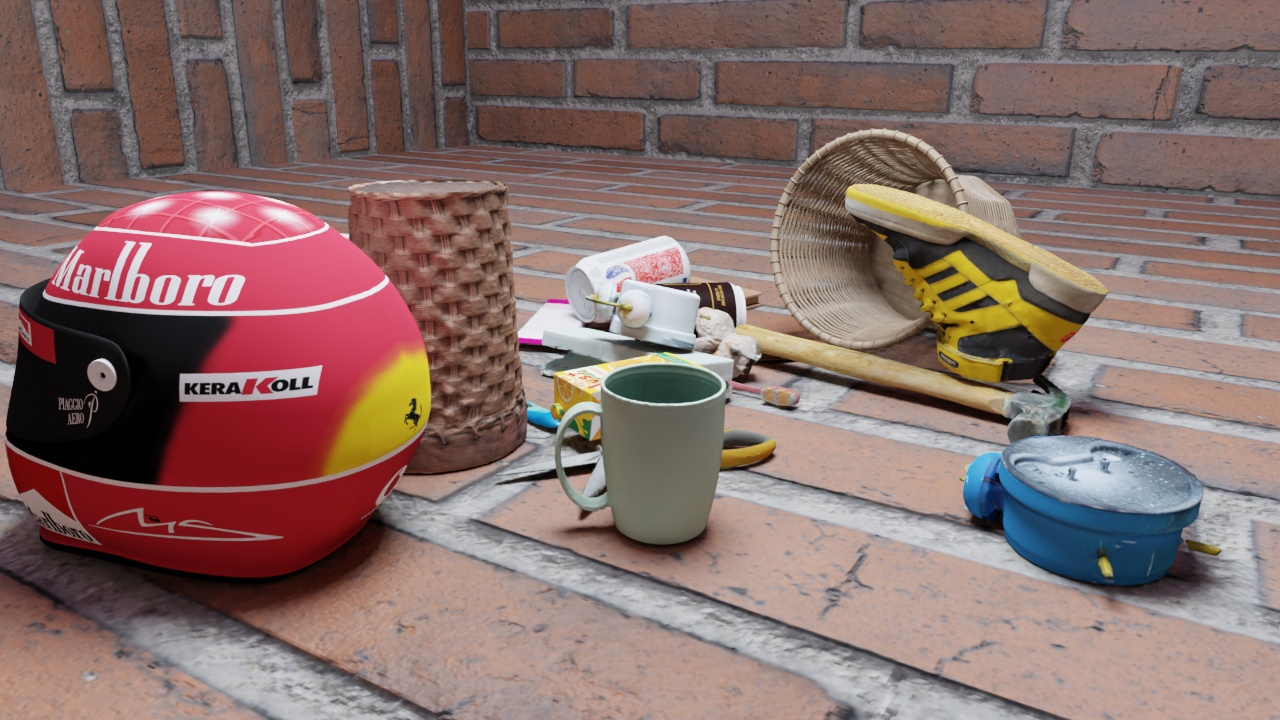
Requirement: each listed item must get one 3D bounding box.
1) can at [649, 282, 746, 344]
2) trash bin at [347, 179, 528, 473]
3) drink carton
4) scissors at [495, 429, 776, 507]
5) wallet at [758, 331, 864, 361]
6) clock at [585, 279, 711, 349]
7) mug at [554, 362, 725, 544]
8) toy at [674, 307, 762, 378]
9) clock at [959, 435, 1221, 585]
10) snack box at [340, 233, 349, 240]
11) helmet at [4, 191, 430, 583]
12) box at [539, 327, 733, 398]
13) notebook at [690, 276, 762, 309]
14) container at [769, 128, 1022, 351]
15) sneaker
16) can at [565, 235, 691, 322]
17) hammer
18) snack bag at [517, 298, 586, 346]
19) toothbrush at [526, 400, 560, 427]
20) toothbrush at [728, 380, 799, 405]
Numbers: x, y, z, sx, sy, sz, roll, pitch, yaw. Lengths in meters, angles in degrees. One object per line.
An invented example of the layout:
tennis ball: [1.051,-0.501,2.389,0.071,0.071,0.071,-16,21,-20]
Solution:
can: [0.046,-0.050,1.012,0.128,0.072,0.072,-2,18,-9]
trash bin: [-0.169,-0.035,0.734,0.151,0.210,0.151,0,17,0]
drink carton: [-0.010,0.028,0.762,0.122,0.041,0.058,-11,21,-32]
scissors: [-0.010,0.066,0.740,0.225,0.016,0.226,-6,19,-18]
wallet: [0.175,-0.018,1.013,0.121,0.013,0.087,-2,18,-10]
clock: [0.003,-0.044,0.859,0.117,0.057,0.083,9,6,-34]
mug: [-0.001,0.063,0.608,0.111,0.104,0.084,0,18,-6]
toy: [0.079,-0.014,0.932,0.106,0.074,0.085,20,10,33]
clock: [0.287,0.090,0.611,0.116,0.060,0.161,-6,18,-17]
snack box: [-0.307,-0.030,0.815,0.041,0.148,0.143,11,20,26]
helmet: [-0.270,0.006,0.584,0.271,0.225,0.197,6,19,12]
box: [-0.006,0.001,0.889,0.199,0.071,0.084,12,40,36]
notebook: [0.027,-0.089,1.212,0.168,0.022,0.211,-15,24,-42]
container: [0.292,-0.124,1.015,0.227,0.227,0.195,17,13,41]
sneaker: [0.281,-0.067,0.838,0.238,0.122,0.085,27,26,13]
can: [-0.013,-0.094,1.076,0.135,0.078,0.078,-20,26,-31]
hammer: [0.236,0.011,0.881,0.331,0.033,0.131,17,25,35]
snack bag: [-0.095,-0.046,1.083,0.070,0.016,0.196,3,18,6]
toothbrush: [-0.107,0.039,0.827,0.022,0.017,0.135,-12,24,-35]
toothbrush: [0.067,0.021,0.887,0.185,0.015,0.015,12,11,34]
